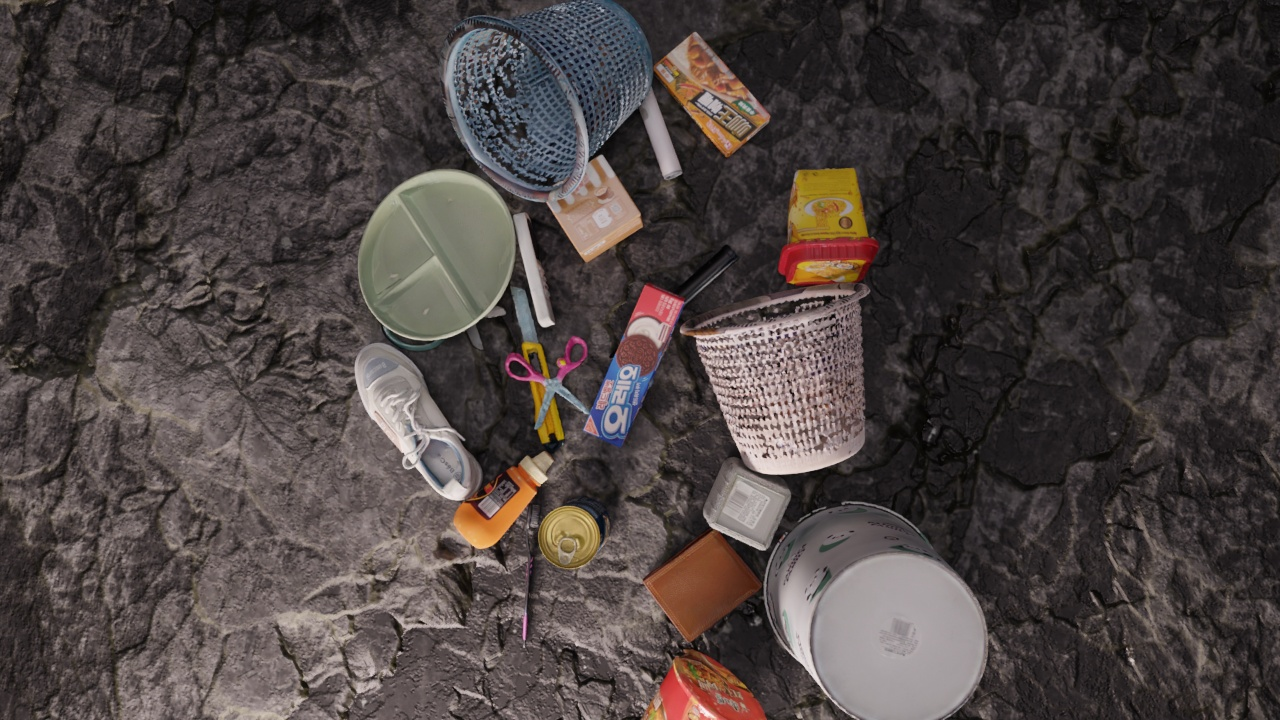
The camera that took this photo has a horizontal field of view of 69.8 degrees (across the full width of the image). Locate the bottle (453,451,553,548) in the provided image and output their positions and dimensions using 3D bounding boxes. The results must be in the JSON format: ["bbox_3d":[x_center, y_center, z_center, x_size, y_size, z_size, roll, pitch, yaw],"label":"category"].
[{"bbox_3d":[-0.171,0.174,1.187,0.149,0.067,0.067,-44,86,-6],"label":"bottle"}]

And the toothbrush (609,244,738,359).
[{"bbox_3d":[0.042,-0.071,1.198,0.213,0.026,0.027,-42,122,3],"label":"toothbrush"}]

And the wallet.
[{"bbox_3d":[0.079,0.288,1.179,0.124,0.032,0.101,-38,89,2],"label":"wallet"}]

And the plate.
[{"bbox_3d":[-0.264,-0.137,1.195,0.230,0.027,0.230,-3,80,17],"label":"plate"}]

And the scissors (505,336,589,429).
[{"bbox_3d":[-0.118,0.025,1.198,0.136,0.017,0.133,23,83,-14],"label":"scissors"}]

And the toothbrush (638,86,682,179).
[{"bbox_3d":[0.007,-0.345,1.210,0.027,0.026,0.221,-22,86,40],"label":"toothbrush"}]

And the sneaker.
[{"bbox_3d":[-0.296,0.081,1.183,0.089,0.091,0.242,-38,85,1],"label":"sneaker"}]

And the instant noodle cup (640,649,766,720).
[{"bbox_3d":[0.070,0.444,1.126,0.138,0.137,0.109,35,98,5],"label":"instant noodle cup"}]

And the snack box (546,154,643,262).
[{"bbox_3d":[-0.060,-0.194,1.184,0.093,0.077,0.094,-33,87,2],"label":"snack box"}]

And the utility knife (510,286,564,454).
[{"bbox_3d":[-0.139,0.011,1.212,0.033,0.015,0.230,-14,86,1],"label":"utility knife"}]

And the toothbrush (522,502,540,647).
[{"bbox_3d":[-0.145,0.281,1.203,0.017,0.014,0.189,3,89,-8],"label":"toothbrush"}]

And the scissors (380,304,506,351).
[{"bbox_3d":[-0.269,-0.089,1.224,0.175,0.019,0.170,-10,86,5],"label":"scissors"}]

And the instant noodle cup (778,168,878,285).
[{"bbox_3d":[0.232,-0.168,1.151,0.116,0.116,0.123,-1,76,4],"label":"instant noodle cup"}]

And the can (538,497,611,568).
[{"bbox_3d":[-0.080,0.214,1.152,0.075,0.111,0.075,0,88,6],"label":"can"}]

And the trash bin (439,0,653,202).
[{"bbox_3d":[-0.096,-0.337,1.117,0.226,0.227,0.194,44,55,4],"label":"trash bin"}]

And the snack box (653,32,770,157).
[{"bbox_3d":[0.093,-0.349,1.204,0.075,0.026,0.153,-40,86,2],"label":"snack box"}]

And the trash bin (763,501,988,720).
[{"bbox_3d":[0.267,0.291,1.054,0.229,0.252,0.229,0,88,3],"label":"trash bin"}]

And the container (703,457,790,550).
[{"bbox_3d":[0.133,0.178,1.136,0.090,0.114,0.090,24,90,4],"label":"container"}]

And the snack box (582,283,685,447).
[{"bbox_3d":[-0.007,0.007,1.168,0.058,0.057,0.207,23,98,1],"label":"snack box"}]

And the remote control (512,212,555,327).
[{"bbox_3d":[-0.137,-0.118,1.196,0.021,0.058,0.150,-14,87,0],"label":"remote control"}]

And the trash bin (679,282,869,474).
[{"bbox_3d":[0.179,0.024,1.104,0.227,0.227,0.192,-13,99,3],"label":"trash bin"}]
